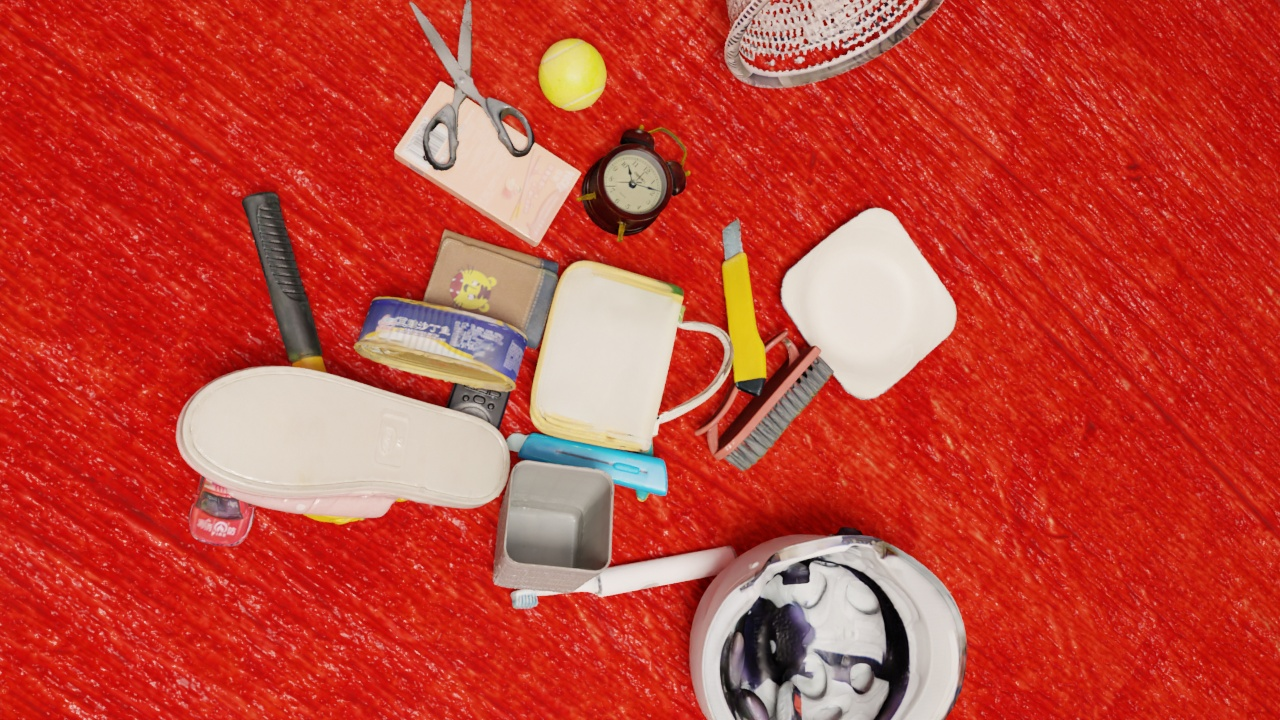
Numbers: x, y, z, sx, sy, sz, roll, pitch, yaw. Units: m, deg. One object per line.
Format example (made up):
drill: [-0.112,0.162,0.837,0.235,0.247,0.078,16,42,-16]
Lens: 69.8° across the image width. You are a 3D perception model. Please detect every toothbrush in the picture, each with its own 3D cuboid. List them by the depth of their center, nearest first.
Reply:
toothbrush: [-0.014,0.208,0.877,0.220,0.027,0.026,-7,50,-15]

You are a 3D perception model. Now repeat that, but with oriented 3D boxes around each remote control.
remote control: [-0.153,0.044,0.853,0.053,0.024,0.136,19,77,-12]

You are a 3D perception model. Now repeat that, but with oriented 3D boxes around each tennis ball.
tennis ball: [-0.065,-0.273,0.877,0.065,0.065,0.065,1,86,-15]

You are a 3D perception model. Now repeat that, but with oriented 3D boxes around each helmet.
helmet: [0.156,0.269,0.857,0.258,0.146,0.229,-5,89,-23]

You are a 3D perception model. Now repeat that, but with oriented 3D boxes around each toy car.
toy car: [-0.352,0.100,0.789,0.053,0.045,0.120,12,85,-12]

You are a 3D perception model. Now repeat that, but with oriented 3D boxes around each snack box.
snack box: [-0.144,-0.185,0.870,0.157,0.026,0.084,32,79,-11]

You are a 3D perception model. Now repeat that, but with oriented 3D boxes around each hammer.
hammer: [-0.293,-0.002,0.803,0.128,0.033,0.300,-13,84,-43]

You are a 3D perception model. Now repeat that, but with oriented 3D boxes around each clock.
clock: [-0.004,-0.175,0.892,0.082,0.055,0.121,44,75,-8]

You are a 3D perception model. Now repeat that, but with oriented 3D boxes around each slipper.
slipper: [-0.237,0.073,0.763,0.274,0.055,0.114,12,67,-34]

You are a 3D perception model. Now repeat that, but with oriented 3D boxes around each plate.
plate: [0.234,-0.058,0.956,0.163,0.034,0.164,-38,95,-14]

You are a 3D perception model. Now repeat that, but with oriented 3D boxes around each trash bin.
trash bin: [0.161,-0.407,0.883,0.227,0.228,0.192,-14,77,-15]

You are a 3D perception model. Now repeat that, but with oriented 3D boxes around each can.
can: [-0.176,-0.014,0.814,0.148,0.075,0.049,12,72,7]

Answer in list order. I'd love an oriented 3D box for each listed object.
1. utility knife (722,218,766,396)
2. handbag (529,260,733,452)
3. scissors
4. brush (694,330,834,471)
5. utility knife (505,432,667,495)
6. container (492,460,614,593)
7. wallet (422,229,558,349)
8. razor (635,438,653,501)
utility knife: [0.101,-0.054,0.909,0.033,0.015,0.192,-8,69,9]
handbag: [-0.005,0.005,0.863,0.178,0.063,0.163,14,78,-5]
scissors: [-0.165,-0.253,0.852,0.178,0.014,0.159,35,74,-7]
brush: [0.118,0.040,0.907,0.069,0.063,0.145,43,79,-4]
utility knife: [-0.051,0.094,0.866,0.162,0.018,0.034,13,82,2]
container: [-0.082,0.153,0.810,0.090,0.115,0.090,10,62,-14]
wallet: [-0.139,-0.068,0.858,0.115,0.033,0.090,17,72,-11]
razor: [0.004,0.070,0.891,0.043,0.028,0.132,1,83,4]
